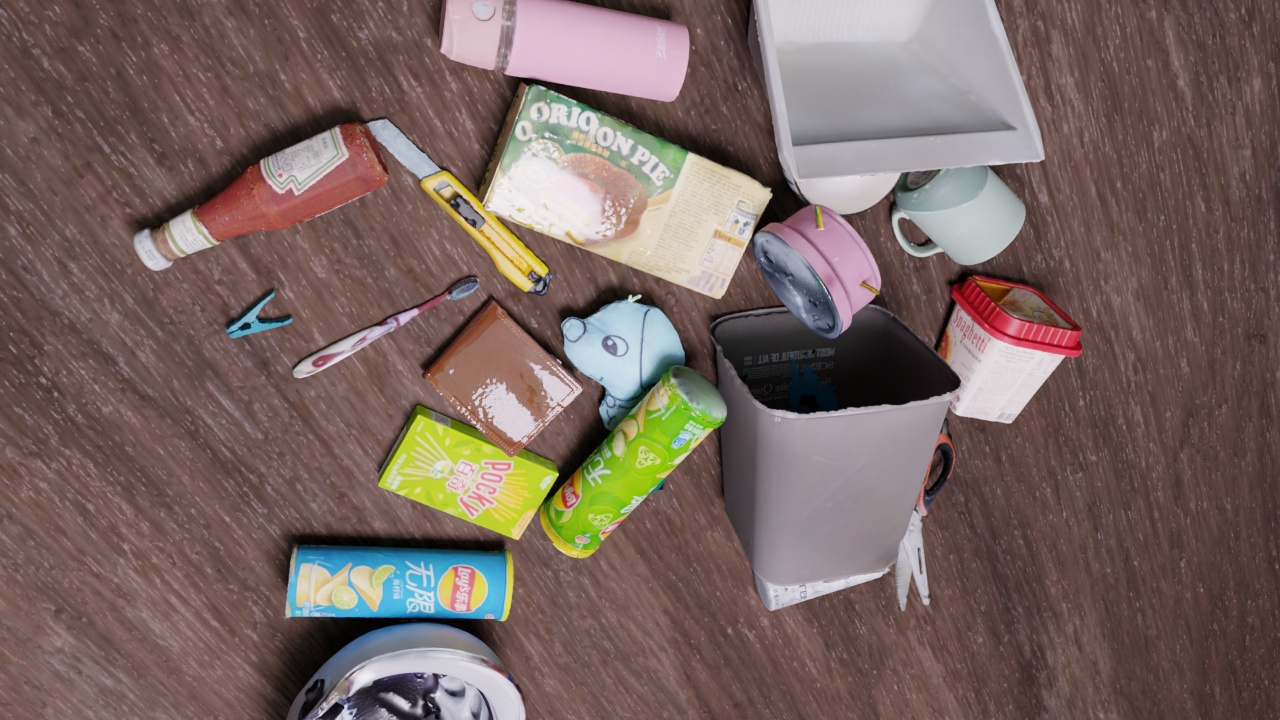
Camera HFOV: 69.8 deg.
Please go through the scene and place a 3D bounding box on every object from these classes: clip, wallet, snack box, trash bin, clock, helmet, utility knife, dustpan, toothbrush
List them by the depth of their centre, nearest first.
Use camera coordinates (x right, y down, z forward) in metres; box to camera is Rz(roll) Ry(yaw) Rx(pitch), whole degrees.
[{"bbox_3d":[0.193,-0.286,0.743,0.222,0.257,0.143,-7,137,-12],"label":"dustpan"},{"bbox_3d":[-0.336,-0.036,0.802,0.055,0.013,0.034,-30,116,-1],"label":"clip"},{"bbox_3d":[-0.156,-0.131,0.809,0.033,0.015,0.218,-45,116,3],"label":"utility knife"},{"bbox_3d":[-0.013,-0.149,0.815,0.240,0.063,0.114,18,106,-21],"label":"snack box"},{"bbox_3d":[-0.230,-0.029,0.832,0.187,0.017,0.016,-28,116,-3],"label":"toothbrush"},{"bbox_3d":[0.156,-0.082,0.838,0.059,0.158,0.117,-37,92,-9],"label":"clock"},{"bbox_3d":[-0.128,0.018,0.865,0.101,0.032,0.124,-44,105,6],"label":"wallet"},{"bbox_3d":[0.174,0.082,0.902,0.199,0.198,0.220,-6,121,-11],"label":"trash bin"},{"bbox_3d":[-0.168,0.112,0.904,0.156,0.026,0.086,27,104,-24],"label":"snack box"},{"bbox_3d":[-0.240,0.361,0.923,0.229,0.146,0.259,28,97,-25],"label":"helmet"}]

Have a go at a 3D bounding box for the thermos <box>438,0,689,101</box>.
[{"bbox_3d":[-0.062,-0.271,0.754,0.198,0.067,0.087,6,79,-16],"label":"thermos"}]

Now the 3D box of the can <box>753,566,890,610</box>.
[{"bbox_3d":[0.204,0.235,1.038,0.146,0.058,0.058,-14,115,-9],"label":"can"}]

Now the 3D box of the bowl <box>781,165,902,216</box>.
[{"bbox_3d":[0.179,-0.197,0.845,0.116,0.066,0.117,-6,114,-14],"label":"bowl"}]

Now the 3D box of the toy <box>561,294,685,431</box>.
[{"bbox_3d":[-0.005,0.005,0.889,0.161,0.049,0.156,10,117,-16],"label":"toy"}]

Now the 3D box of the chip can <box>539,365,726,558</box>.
[{"bbox_3d":[-0.008,0.098,0.885,0.072,0.072,0.222,30,117,-24],"label":"chip can"}]

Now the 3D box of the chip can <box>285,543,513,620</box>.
[{"bbox_3d":[-0.235,0.219,0.905,0.210,0.071,0.071,6,110,-17],"label":"chip can"}]

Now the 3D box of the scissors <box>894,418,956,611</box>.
[{"bbox_3d":[0.309,0.164,1.026,0.197,0.015,0.213,45,77,-15],"label":"scissors"}]

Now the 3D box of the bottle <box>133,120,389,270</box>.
[{"bbox_3d":[-0.308,-0.129,0.746,0.206,0.059,0.060,-25,116,-1],"label":"bottle"}]

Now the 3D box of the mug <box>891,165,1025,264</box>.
[{"bbox_3d":[0.295,-0.149,0.895,0.106,0.082,0.112,34,132,-25],"label":"mug"}]

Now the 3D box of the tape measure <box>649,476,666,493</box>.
[{"bbox_3d":[0.002,0.114,0.951,0.058,0.025,0.054,17,106,-20],"label":"tape measure"}]

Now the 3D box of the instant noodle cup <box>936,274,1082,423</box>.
[{"bbox_3d":[0.370,-0.008,0.957,0.116,0.116,0.124,9,121,-18],"label":"instant noodle cup"}]
